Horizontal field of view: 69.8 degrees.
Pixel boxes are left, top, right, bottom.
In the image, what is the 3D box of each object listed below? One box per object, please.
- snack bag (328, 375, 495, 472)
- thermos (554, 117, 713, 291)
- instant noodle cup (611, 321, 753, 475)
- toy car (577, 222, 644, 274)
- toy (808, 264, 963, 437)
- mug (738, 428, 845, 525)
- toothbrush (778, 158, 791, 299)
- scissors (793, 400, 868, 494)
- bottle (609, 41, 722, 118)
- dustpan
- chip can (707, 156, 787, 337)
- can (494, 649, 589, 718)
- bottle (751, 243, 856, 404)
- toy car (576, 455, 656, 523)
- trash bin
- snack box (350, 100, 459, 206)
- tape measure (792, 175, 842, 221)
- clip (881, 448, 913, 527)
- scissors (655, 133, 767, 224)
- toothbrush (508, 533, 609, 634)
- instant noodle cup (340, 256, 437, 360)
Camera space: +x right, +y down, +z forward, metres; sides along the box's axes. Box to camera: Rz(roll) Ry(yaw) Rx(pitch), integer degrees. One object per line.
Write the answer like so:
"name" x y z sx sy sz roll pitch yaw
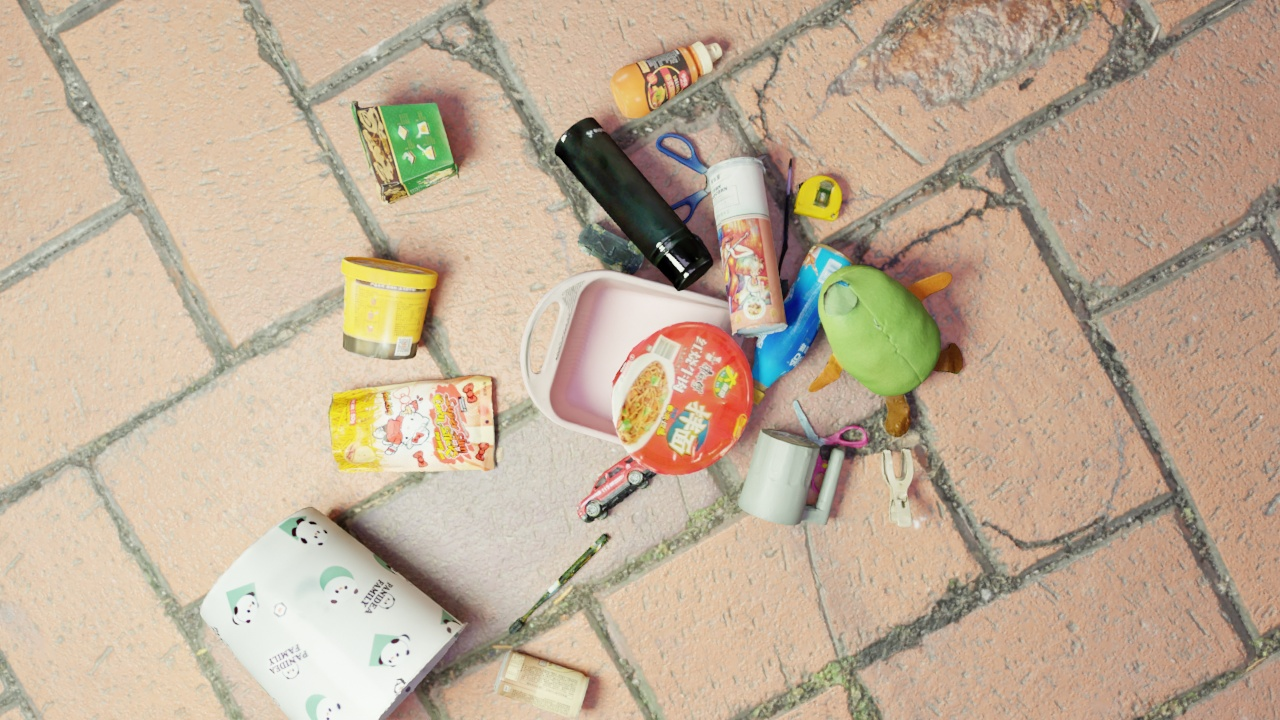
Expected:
"snack bag" -0.297 0.088 1.208 0.208 0.073 0.128 -3 92 -5
"thermos" -0.003 -0.198 1.165 0.242 0.089 0.069 50 124 8
"instant noodle cup" 0.043 0.042 1.139 0.193 0.066 0.194 -6 104 -24
"toy car" -0.038 -0.145 1.196 0.090 0.034 0.043 26 96 3
"toy" 0.305 -0.028 1.148 0.227 0.090 0.247 -43 118 1
"mug" 0.197 0.152 1.178 0.124 0.083 0.103 12 98 -15
"toothbrush" 0.192 -0.169 1.198 0.016 0.014 0.189 4 92 -6
"scissors" 0.238 0.110 1.209 0.134 0.017 0.133 -25 88 6
"bottle" 0.037 -0.366 1.173 0.149 0.067 0.067 -27 91 -4
"dustpan" -0.007 0.007 1.150 0.273 0.139 0.222 15 92 2
"chip can" 0.133 -0.139 1.142 0.071 0.071 0.214 -8 81 2
"can" -0.130 0.428 1.213 0.116 0.058 0.058 18 93 1
"bottle" 0.196 -0.043 1.178 0.065 0.065 0.219 31 94 0
"toy car" -0.034 0.166 1.202 0.120 0.053 0.045 -39 69 -3
"trash bin" -0.386 0.333 1.143 0.252 0.229 0.229 41 93 5
"snack box" -0.296 -0.271 1.168 0.105 0.118 0.117 -17 92 -10
"tape measure" 0.232 -0.210 1.187 0.060 0.029 0.057 13 92 1
"clip" 0.337 0.165 1.196 0.034 0.070 0.100 -5 86 1
"scissors" 0.083 -0.232 1.200 0.176 0.012 0.162 41 92 -1
"toothbrush" -0.110 0.300 1.227 0.012 0.017 0.186 45 93 2
"instant noodle cup" -0.326 -0.066 1.172 0.118 0.118 0.114 10 100 1
